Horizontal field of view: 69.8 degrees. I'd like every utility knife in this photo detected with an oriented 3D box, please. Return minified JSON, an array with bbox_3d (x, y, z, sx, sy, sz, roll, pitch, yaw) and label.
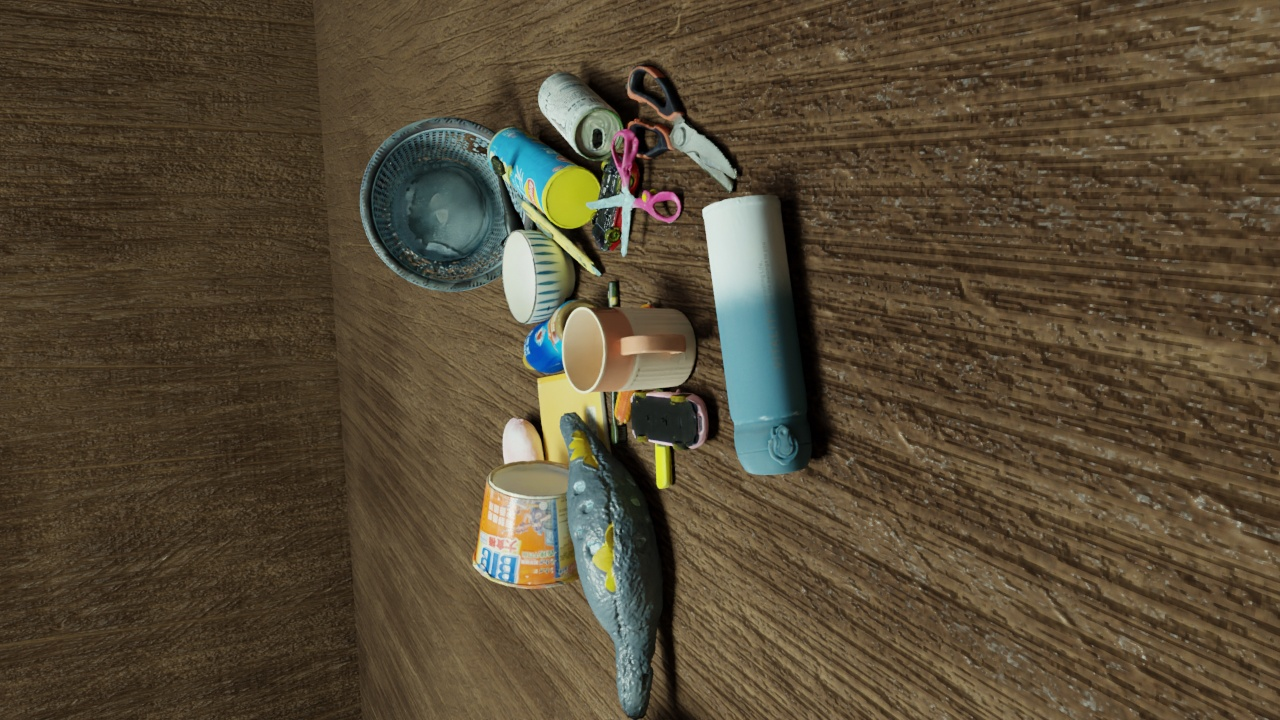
[{"bbox_3d":[-0.096,-0.147,1.096,0.163,0.018,0.031,38,168,26],"label":"utility knife"}]

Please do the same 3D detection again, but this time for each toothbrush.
[{"bbox_3d":[-0.026,0.003,1.037,0.012,0.017,0.186,-171,79,-65],"label":"toothbrush"},{"bbox_3d":[-0.160,-0.172,1.164,0.027,0.026,0.213,44,157,34],"label":"toothbrush"}]

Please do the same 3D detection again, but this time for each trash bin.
[{"bbox_3d":[-0.273,-0.215,1.291,0.195,0.226,0.226,-154,61,-74],"label":"trash bin"}]

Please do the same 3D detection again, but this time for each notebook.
[{"bbox_3d":[-0.087,0.087,1.175,0.207,0.010,0.146,-12,85,63],"label":"notebook"}]

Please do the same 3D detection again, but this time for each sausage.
[{"bbox_3d":[-0.006,0.006,0.986,0.021,0.021,0.165,55,141,44],"label":"sausage"}]

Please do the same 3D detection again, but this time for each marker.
[{"bbox_3d":[0.024,0.071,0.952,0.018,0.015,0.124,2,94,57],"label":"marker"}]

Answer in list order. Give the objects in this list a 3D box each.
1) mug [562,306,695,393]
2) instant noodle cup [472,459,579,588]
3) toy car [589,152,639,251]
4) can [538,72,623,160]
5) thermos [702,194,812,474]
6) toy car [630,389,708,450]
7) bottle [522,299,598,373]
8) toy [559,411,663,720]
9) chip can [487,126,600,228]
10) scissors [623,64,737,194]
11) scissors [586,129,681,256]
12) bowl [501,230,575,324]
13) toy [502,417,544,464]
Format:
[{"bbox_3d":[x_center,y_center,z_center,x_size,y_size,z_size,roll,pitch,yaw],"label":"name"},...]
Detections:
[{"bbox_3d":[-0.003,-0.013,0.878,0.115,0.105,0.081,-9,84,58],"label":"mug"},{"bbox_3d":[-0.130,0.195,1.129,0.151,0.151,0.111,30,120,58],"label":"instant noodle cup"},{"bbox_3d":[-0.027,-0.167,0.981,0.049,0.031,0.106,52,134,47],"label":"toy car"},{"bbox_3d":[-0.066,-0.266,0.992,0.146,0.058,0.058,-123,37,-53],"label":"can"},{"bbox_3d":[0.096,-0.020,0.735,0.070,0.070,0.220,-14,83,63],"label":"thermos"},{"bbox_3d":[0.029,0.057,0.908,0.122,0.037,0.056,3,95,60],"label":"toy car"},{"bbox_3d":[-0.104,-0.020,1.121,0.219,0.065,0.065,153,109,-66],"label":"bottle"},{"bbox_3d":[-0.032,0.206,1.005,0.138,0.091,0.356,121,138,-63],"label":"toy"},{"bbox_3d":[-0.121,-0.226,1.112,0.210,0.071,0.071,44,133,52],"label":"chip can"},{"bbox_3d":[0.032,-0.207,0.878,0.194,0.015,0.206,-35,64,59],"label":"scissors"},{"bbox_3d":[-0.012,-0.169,0.925,0.134,0.017,0.136,3,110,45],"label":"scissors"},{"bbox_3d":[-0.123,-0.106,1.145,0.116,0.066,0.116,23,116,59],"label":"bowl"},{"bbox_3d":[-0.164,0.160,1.293,0.121,0.054,0.159,-163,71,-70],"label":"toy"}]
